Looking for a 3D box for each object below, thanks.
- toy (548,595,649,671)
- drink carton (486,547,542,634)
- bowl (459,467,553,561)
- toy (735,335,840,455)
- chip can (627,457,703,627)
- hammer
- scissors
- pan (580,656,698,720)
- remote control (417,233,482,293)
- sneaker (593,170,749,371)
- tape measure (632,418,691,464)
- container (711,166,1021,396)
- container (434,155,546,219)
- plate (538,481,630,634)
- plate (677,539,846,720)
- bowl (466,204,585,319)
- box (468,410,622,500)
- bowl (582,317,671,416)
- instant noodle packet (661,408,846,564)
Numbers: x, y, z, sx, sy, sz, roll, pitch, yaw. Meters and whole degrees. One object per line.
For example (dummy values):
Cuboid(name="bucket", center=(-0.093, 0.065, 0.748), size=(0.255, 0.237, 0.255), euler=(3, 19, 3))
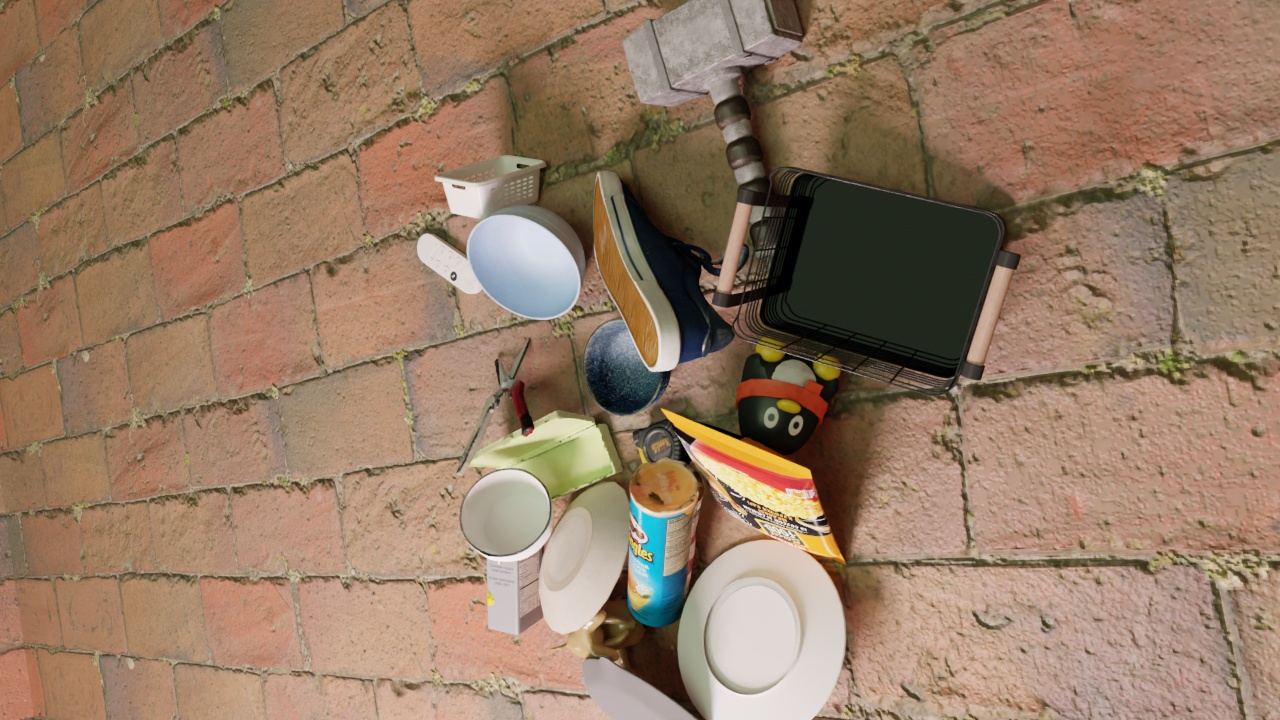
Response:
Cuboid(name="toy", center=(-0.043, 0.324, 1.105), size=(0.106, 0.108, 0.134), euler=(-21, 81, 23))
Cuboid(name="drink carton", center=(-0.165, 0.287, 1.207), size=(0.049, 0.076, 0.125), euler=(4, 99, 26))
Cuboid(name="bowl", center=(-0.161, 0.198, 1.141), size=(0.116, 0.066, 0.116), euler=(-3, 62, 6))
Cuboid(name="toy", center=(0.142, 0.049, 0.938), size=(0.097, 0.100, 0.119), euler=(18, 70, -2))
Cuboid(name="chip can", center=(0.024, 0.205, 1.013), size=(0.080, 0.079, 0.230), euler=(35, 144, 29))
Cuboid(name="hammer", center=(0.106, -0.227, 0.969), size=(0.177, 0.079, 0.326), euler=(-17, 90, 36))
Cuboid(name="scissors", center=(-0.182, 0.065, 1.167), size=(0.179, 0.015, 0.198), euler=(-50, 32, 7))
Cuboid(name="pan", center=(0.052, 0.409, 0.996), size=(0.355, 0.024, 0.216), euler=(1, 134, 46))
Cuboid(name="remote control", center=(-0.265, -0.136, 1.280), size=(0.136, 0.013, 0.043), euler=(34, 113, 29))
Cuboid(name="sneaker", center=(0.028, -0.115, 1.019), size=(0.121, 0.127, 0.294), euler=(100, 153, -46))
Cuboid(name="tape measure", center=(0.032, 0.102, 1.071), size=(0.067, 0.038, 0.062), euler=(-26, 70, 32))
Cuboid(name="container", center=(0.207, -0.076, 0.839), size=(0.241, 0.130, 0.163), euler=(18, 105, 20))
Cuboid(name="container", center=(-0.185, -0.217, 1.153), size=(0.081, 0.128, 0.050), euler=(17, 121, 34))
Cuboid(name="plate", center=(-0.077, 0.230, 1.101), size=(0.189, 0.027, 0.188), euler=(-42, 33, 36))
Cuboid(name="plate", center=(0.120, 0.292, 0.974), size=(0.209, 0.015, 0.208), euler=(-21, 55, 33))
Cuboid(name="bowl", center=(-0.129, -0.132, 1.129), size=(0.151, 0.074, 0.151), euler=(14, 133, 16))
Cuboid(name="box", center=(-0.122, 0.123, 1.171), size=(0.189, 0.064, 0.130), euler=(-29, 119, 36))
Cuboid(name="bowl", center=(-0.006, 0.006, 1.074), size=(0.115, 0.060, 0.114), euler=(2, 94, 35))
Cuboid(name="instant noodle packet", center=(0.119, 0.131, 0.925), size=(0.160, 0.221, 0.032), euler=(21, 67, 33))
